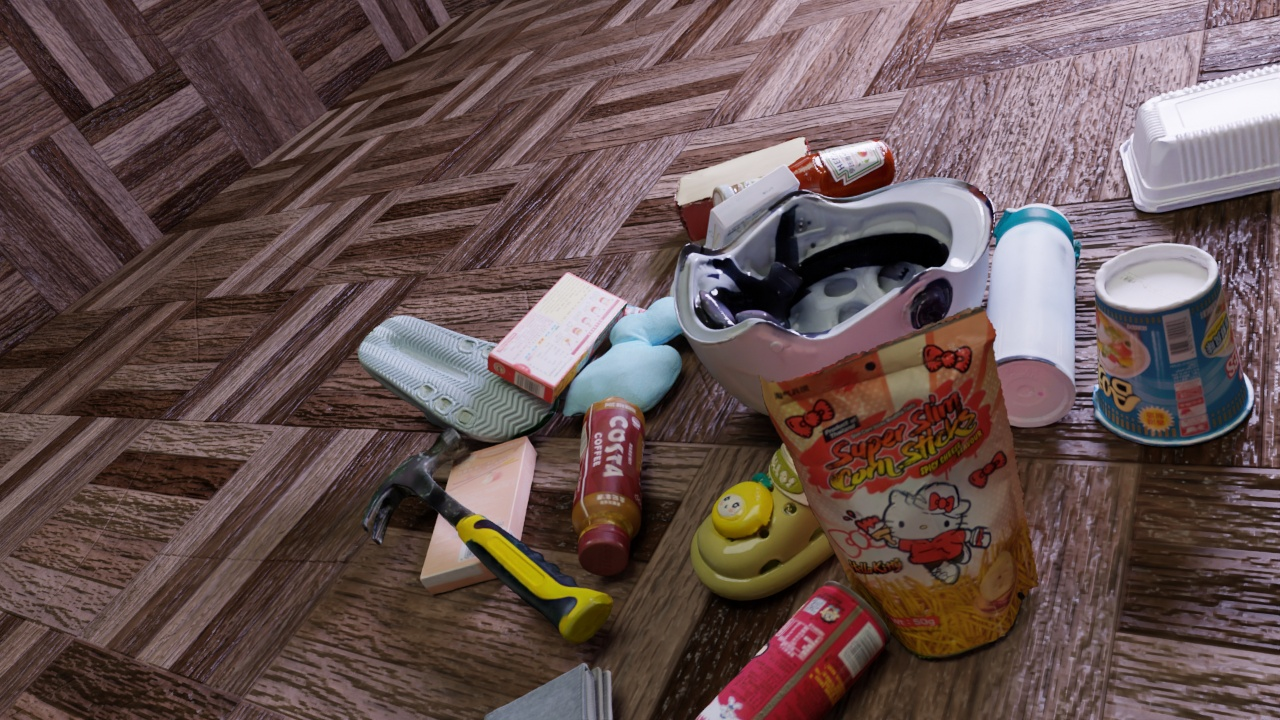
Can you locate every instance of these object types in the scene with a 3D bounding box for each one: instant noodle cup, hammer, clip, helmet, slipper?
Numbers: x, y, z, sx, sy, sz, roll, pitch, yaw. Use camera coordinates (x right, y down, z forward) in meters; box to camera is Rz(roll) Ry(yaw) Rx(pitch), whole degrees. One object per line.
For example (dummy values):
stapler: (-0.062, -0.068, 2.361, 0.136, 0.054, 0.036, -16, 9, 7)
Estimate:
instant noodle cup: (0.349, -0.014, 0.614, 0.099, 0.110, 0.099, -19, 33, 13)
instant noodle cup: (0.521, -0.203, 0.806, 0.174, 0.060, 0.137, -9, 36, 26)
hammer: (-0.136, 0.150, 0.774, 0.126, 0.032, 0.324, -41, 35, -21)
clip: (-0.071, 0.007, 0.970, 0.046, 0.014, 0.056, 24, 60, 43)
helmet: (0.166, -0.037, 0.755, 0.258, 0.146, 0.229, -25, 30, -11)
slipper: (-0.196, 0.026, 0.973, 0.246, 0.074, 0.103, 22, 62, 26)
slipper: (0.116, 0.094, 0.668, 0.190, 0.082, 0.091, -28, 29, -6)

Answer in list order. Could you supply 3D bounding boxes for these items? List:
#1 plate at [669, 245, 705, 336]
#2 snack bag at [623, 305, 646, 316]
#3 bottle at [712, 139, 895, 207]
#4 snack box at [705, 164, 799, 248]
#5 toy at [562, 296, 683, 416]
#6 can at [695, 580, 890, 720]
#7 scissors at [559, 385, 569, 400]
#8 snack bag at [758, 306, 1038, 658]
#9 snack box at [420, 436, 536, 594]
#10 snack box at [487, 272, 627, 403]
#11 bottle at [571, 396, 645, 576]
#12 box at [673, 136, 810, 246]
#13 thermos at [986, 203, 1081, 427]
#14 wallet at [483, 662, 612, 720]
plate: (0.133, -0.097, 0.981, 0.230, 0.027, 0.229, -19, 33, 13)
snack bag: (-0.027, -0.051, 1.021, 0.104, 0.026, 0.048, 17, 39, 26)
bottle: (0.178, -0.195, 1.004, 0.206, 0.060, 0.060, -15, 29, -15)
snack box: (0.103, -0.124, 0.892, 0.084, 0.157, 0.027, -33, 75, -9)
toy: (-0.005, 0.005, 0.914, 0.161, 0.050, 0.156, -21, 40, 9)
can: (0.090, 0.199, 0.558, 0.132, 0.053, 0.053, -40, 34, -19)
scissors: (-0.116, 0.022, 1.009, 0.231, 0.022, 0.220, 5, 48, 37)
snack bag: (0.160, 0.076, 0.537, 0.129, 0.208, 0.073, -18, 28, 13)
snack box: (-0.147, 0.140, 0.852, 0.084, 0.026, 0.157, -18, 33, 15)
snack box: (-0.083, -0.027, 0.944, 0.077, 0.027, 0.155, 27, 46, 12)
bottle: (-0.027, 0.104, 0.781, 0.057, 0.057, 0.174, -19, 33, 15)
box: (0.127, -0.210, 1.100, 0.168, 0.078, 0.091, -16, 34, 18)
thermos: (0.314, -0.046, 0.732, 0.073, 0.073, 0.223, -7, 37, 31)
wallet: (-0.057, 0.269, 0.589, 0.107, 0.037, 0.129, -32, 29, 13)
